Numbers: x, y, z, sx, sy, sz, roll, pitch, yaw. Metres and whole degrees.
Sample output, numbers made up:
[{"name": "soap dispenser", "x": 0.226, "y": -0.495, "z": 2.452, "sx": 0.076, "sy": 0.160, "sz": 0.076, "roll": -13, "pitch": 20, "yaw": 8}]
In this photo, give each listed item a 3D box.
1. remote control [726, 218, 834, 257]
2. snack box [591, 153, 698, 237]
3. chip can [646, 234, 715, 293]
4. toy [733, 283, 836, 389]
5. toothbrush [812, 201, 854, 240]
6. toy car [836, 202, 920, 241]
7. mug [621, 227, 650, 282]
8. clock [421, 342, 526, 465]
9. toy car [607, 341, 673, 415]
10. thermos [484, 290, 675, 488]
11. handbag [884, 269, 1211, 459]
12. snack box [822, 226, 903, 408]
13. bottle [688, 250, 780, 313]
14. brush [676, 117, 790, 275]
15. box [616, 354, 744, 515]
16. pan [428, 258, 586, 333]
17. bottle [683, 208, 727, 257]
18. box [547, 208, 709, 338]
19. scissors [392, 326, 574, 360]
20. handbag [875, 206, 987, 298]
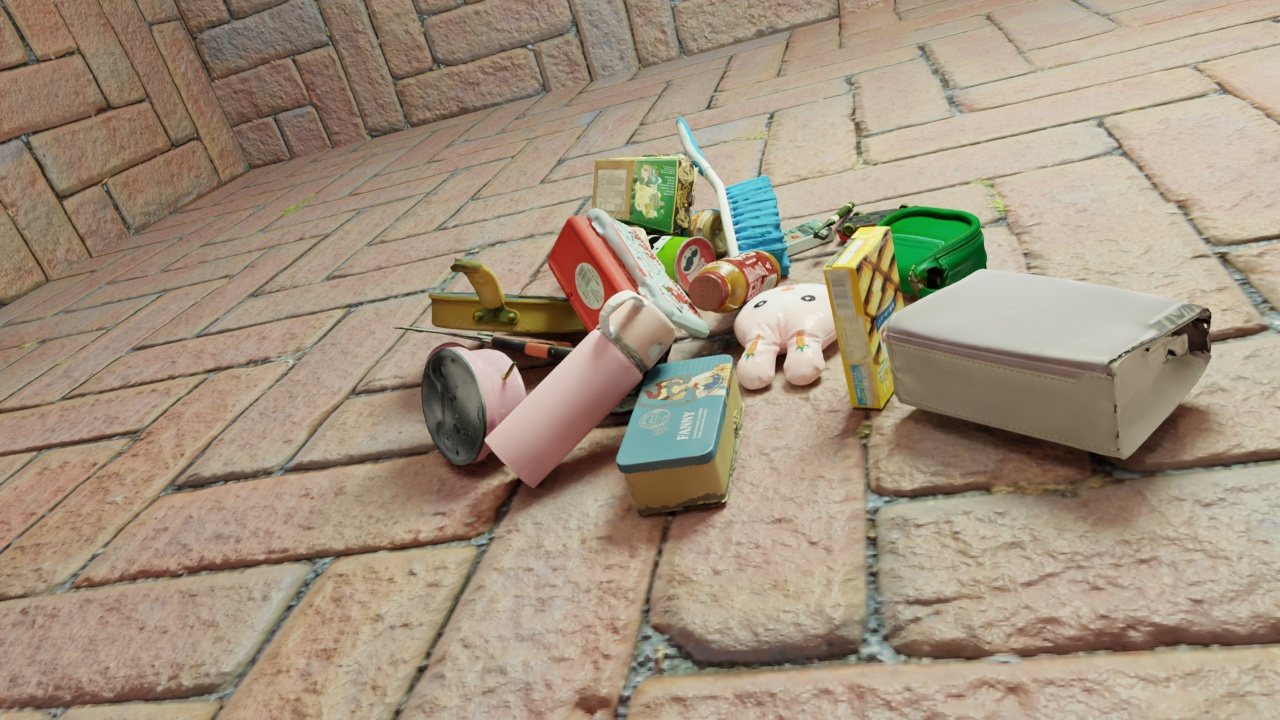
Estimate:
[{"name": "remote control", "x": 0.181, "y": -0.151, "z": 1.199, "sx": 0.135, "sy": 0.019, "sz": 0.056, "roll": -20, "pitch": 26, "yaw": -5}, {"name": "snack box", "x": -0.003, "y": -0.223, "z": 1.221, "sx": 0.105, "sy": 0.118, "sz": 0.118, "roll": 0, "pitch": 9, "yaw": -44}, {"name": "chip can", "x": -0.006, "y": -0.135, "z": 1.226, "sx": 0.072, "sy": 0.072, "sz": 0.236, "roll": -34, "pitch": 29, "yaw": -32}, {"name": "toy", "x": 0.152, "y": -0.028, "z": 0.936, "sx": 0.121, "sy": 0.054, "sz": 0.159, "roll": -7, "pitch": 35, "yaw": 22}, {"name": "toothbrush", "x": 0.255, "y": -0.182, "z": 1.191, "sx": 0.017, "sy": 0.012, "sz": 0.185, "roll": 23, "pitch": 29, "yaw": 17}, {"name": "toy car", "x": 0.300, "y": -0.171, "z": 1.147, "sx": 0.106, "sy": 0.031, "sz": 0.049, "roll": -7, "pitch": 27, "yaw": 35}, {"name": "mug", "x": -0.022, "y": -0.104, "z": 1.131, "sx": 0.081, "sy": 0.106, "sz": 0.114, "roll": -21, "pitch": 26, "yaw": -9}, {"name": "clock", "x": -0.178, "y": 0.040, "z": 0.930, "sx": 0.059, "sy": 0.117, "sz": 0.159, "roll": -11, "pitch": 15, "yaw": -42}, {"name": "toy car", "x": -0.006, "y": 0.006, "z": 0.970, "sx": 0.070, "sy": 0.042, "sz": 0.157, "roll": -5, "pitch": 39, "yaw": 17}, {"name": "thermos", "x": -0.056, "y": 0.021, "z": 0.844, "sx": 0.198, "sy": 0.087, "sz": 0.067, "roll": -45, "pitch": 51, "yaw": -3}, {"name": "handbag", "x": 0.317, "y": -0.005, "z": 0.726, "sx": 0.144, "sy": 0.098, "sz": 0.197, "roll": -33, "pitch": 28, "yaw": -26}, {"name": "snack box", "x": 0.204, "y": -0.038, "z": 0.813, "sx": 0.034, "sy": 0.140, "sz": 0.086, "roll": 4, "pitch": 32, "yaw": 35}, {"name": "bottle", "x": 0.104, "y": -0.086, "z": 1.014, "sx": 0.058, "sy": 0.057, "sz": 0.174, "roll": -4, "pitch": 9, "yaw": 27}, {"name": "brush", "x": 0.117, "y": -0.228, "z": 1.208, "sx": 0.109, "sy": 0.060, "sz": 0.313, "roll": -12, "pitch": 54, "yaw": 8}, {"name": "box", "x": 0.039, "y": 0.065, "z": 0.805, "sx": 0.090, "sy": 0.062, "sz": 0.183, "roll": -11, "pitch": 24, "yaw": 16}, {"name": "pan", "x": -0.158, "y": -0.071, "z": 1.028, "sx": 0.198, "sy": 0.078, "sz": 0.357, "roll": 2, "pitch": 5, "yaw": 2}, {"name": "bottle", "x": 0.034, "y": -0.184, "z": 1.308, "sx": 0.219, "sy": 0.065, "sz": 0.065, "roll": 11, "pitch": 37, "yaw": 46}, {"name": "box", "x": -0.011, "y": -0.077, "z": 0.986, "sx": 0.101, "sy": 0.095, "sz": 0.201, "roll": 6, "pitch": 37, "yaw": -36}, {"name": "scissors", "x": -0.143, "y": -0.019, "z": 0.957, "sx": 0.222, "sy": 0.015, "sz": 0.189, "roll": 7, "pitch": 3, "yaw": -33}, {"name": "handbag", "x": 0.297, "y": -0.111, "z": 0.988, "sx": 0.120, "sy": 0.068, "sz": 0.131, "roll": -31, "pitch": 28, "yaw": -25}]
